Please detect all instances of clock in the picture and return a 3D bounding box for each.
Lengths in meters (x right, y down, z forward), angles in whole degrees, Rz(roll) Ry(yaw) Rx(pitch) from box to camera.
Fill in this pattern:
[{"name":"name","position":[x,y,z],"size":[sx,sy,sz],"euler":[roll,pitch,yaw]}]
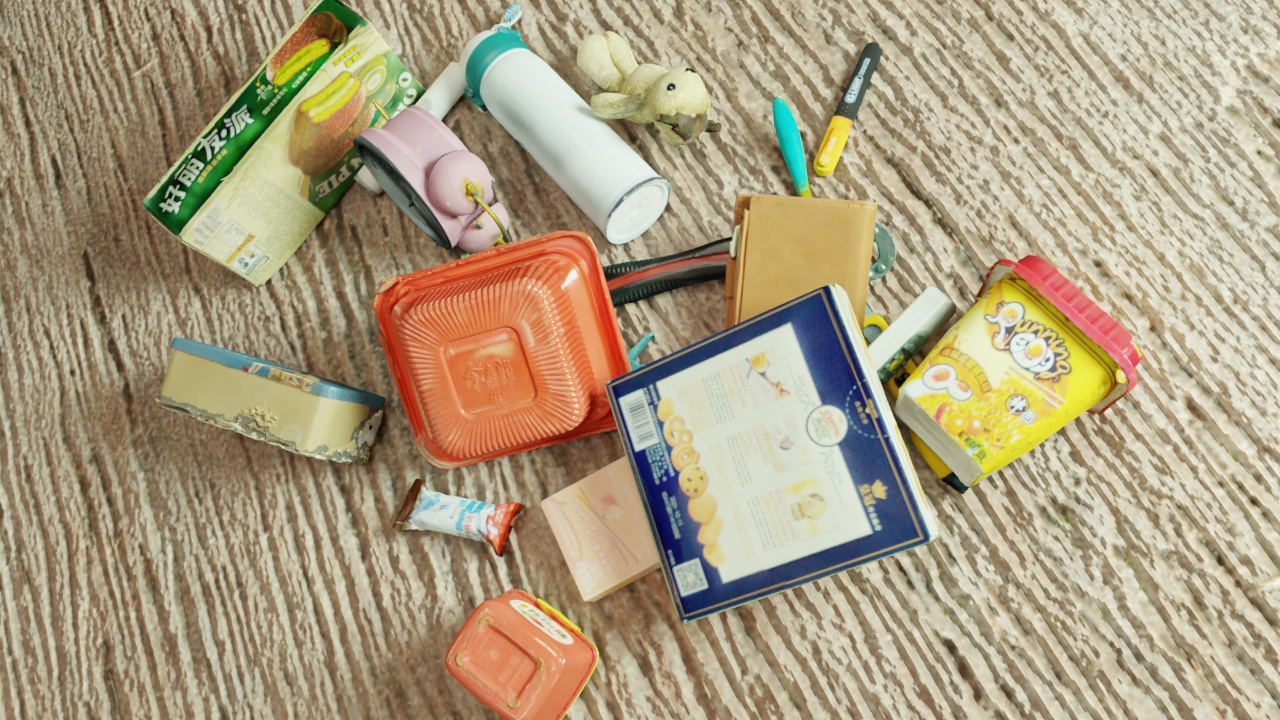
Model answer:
[{"name":"clock","position":[-0.164,-0.144,0.760],"size":[0.059,0.117,0.158],"euler":[-43,67,-13]}]

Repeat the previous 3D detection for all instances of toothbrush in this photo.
[{"name":"toothbrush","position":[-0.180,-0.241,0.835],"size":[0.027,0.026,0.221],"euler":[40,86,-7]}]

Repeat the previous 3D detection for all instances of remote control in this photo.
[{"name":"remote control","position":[0.170,0.004,0.656],"size":[0.135,0.056,0.019],"euler":[-47,66,12]}]

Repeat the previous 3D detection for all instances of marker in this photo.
[{"name":"marker","position":[0.170,-0.207,0.749],"size":[0.018,0.015,0.123],"euler":[22,80,13]}]

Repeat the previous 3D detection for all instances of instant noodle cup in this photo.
[{"name":"instant noodle cup","position":[-0.108,0.000,0.696],"size":[0.189,0.079,0.164],"euler":[-15,103,9]},{"name":"instant noodle cup","position":[0.244,0.013,0.618],"size":[0.123,0.116,0.116],"euler":[-41,70,-1]}]

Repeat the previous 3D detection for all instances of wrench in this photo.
[{"name":"wrench","position":[0.061,-0.074,0.726],"size":[0.274,0.016,0.056],"euler":[-7,98,16]}]

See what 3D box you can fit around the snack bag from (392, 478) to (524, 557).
[{"name":"snack bag","position":[-0.145,0.124,0.729],"size":[0.104,0.026,0.048],"euler":[13,67,16]}]

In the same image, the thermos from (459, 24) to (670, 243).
[{"name":"thermos","position":[-0.072,-0.195,0.778],"size":[0.073,0.073,0.224],"euler":[-42,70,0]}]

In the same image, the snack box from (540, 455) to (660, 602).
[{"name":"snack box","position":[0.011,0.110,0.696],"size":[0.157,0.026,0.084],"euler":[-29,71,5]}]

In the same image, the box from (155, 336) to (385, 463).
[{"name":"box","position":[-0.310,0.032,0.759],"size":[0.184,0.089,0.063],"euler":[17,86,16]}]

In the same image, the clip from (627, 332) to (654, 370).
[{"name":"clip","position":[-0.005,0.003,0.735],"size":[0.055,0.013,0.034],"euler":[-35,70,3]}]

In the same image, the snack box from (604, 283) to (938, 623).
[{"name":"snack box","position":[0.084,0.065,0.630],"size":[0.183,0.045,0.177],"euler":[-24,73,20]}]

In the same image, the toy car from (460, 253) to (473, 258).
[{"name":"toy car","position":[-0.129,-0.046,0.761],"size":[0.036,0.043,0.091],"euler":[-11,74,10]}]

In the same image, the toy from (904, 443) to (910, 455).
[{"name":"toy","position":[0.146,0.093,0.666],"size":[0.100,0.031,0.096],"euler":[-3,75,8]}]

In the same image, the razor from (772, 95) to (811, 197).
[{"name":"razor","position":[0.126,-0.150,0.736],"size":[0.043,0.028,0.132],"euler":[-17,77,21]}]

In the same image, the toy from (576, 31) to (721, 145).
[{"name":"toy","position":[0.003,-0.229,0.757],"size":[0.157,0.105,0.066],"euler":[48,131,38]}]

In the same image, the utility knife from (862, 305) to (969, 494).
[{"name":"utility knife","position":[0.192,0.014,0.684],"size":[0.033,0.015,0.190],"euler":[-30,70,1]}]

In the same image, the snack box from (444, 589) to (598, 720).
[{"name":"snack box","position":[-0.089,0.217,0.662],"size":[0.091,0.080,0.082],"euler":[31,85,18]}]

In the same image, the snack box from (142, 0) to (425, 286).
[{"name":"snack box","position":[-0.304,-0.187,0.803],"size":[0.063,0.114,0.240],"euler":[37,86,20]}]

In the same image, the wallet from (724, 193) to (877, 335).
[{"name":"wallet","position":[0.117,-0.057,0.690],"size":[0.108,0.031,0.132],"euler":[6,100,14]}]
